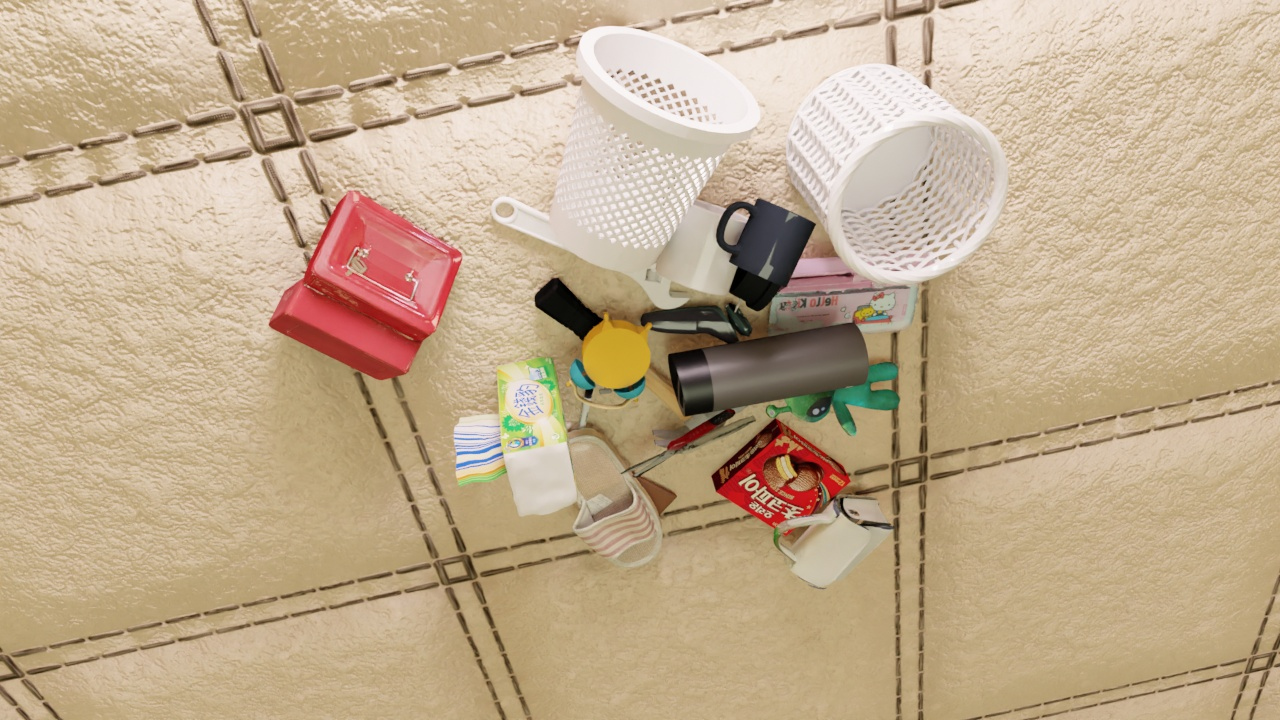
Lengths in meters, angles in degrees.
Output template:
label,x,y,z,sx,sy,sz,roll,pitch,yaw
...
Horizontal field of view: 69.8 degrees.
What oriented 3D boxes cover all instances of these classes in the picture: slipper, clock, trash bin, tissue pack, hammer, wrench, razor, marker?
label,x,y,z,sx,sy,sz,roll,pitch,yaw
slipper,-0.047,0.209,1.309,0.115,0.052,0.263,-22,121,7
clock,-0.035,0.004,1.154,0.099,0.043,0.130,13,115,-14
trash bin,-0.004,-0.214,0.981,0.195,0.195,0.200,14,130,-17
tissue pack,-0.162,0.097,1.145,0.141,0.197,0.120,-11,118,-4
hammer,-0.007,0.007,1.205,0.131,0.039,0.328,-40,120,19
wrench,-0.054,-0.133,1.117,0.273,0.018,0.066,22,118,-20
razor,0.071,-0.048,1.179,0.143,0.047,0.052,0,99,-5
clock,0.149,-0.118,1.115,0.042,0.091,0.121,26,123,-12
marker,-0.078,0.078,1.257,0.011,0.011,0.152,6,123,-12

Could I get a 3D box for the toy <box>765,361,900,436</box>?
label,x,y,z,sx,sy,sz,roll,pitch,yaw
toy,0.260,0.039,1.251,0.193,0.072,0.130,-2,85,-11

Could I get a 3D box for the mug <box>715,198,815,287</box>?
label,x,y,z,sx,sy,sz,roll,pitch,yaw
mug,0.132,-0.136,1.016,0.105,0.071,0.077,19,101,-25

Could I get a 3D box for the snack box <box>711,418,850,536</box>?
label,x,y,z,sx,sy,sz,roll,pitch,yaw
snack box,0.206,0.174,1.348,0.152,0.035,0.133,34,113,-27

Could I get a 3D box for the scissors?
label,x,y,z,sx,sy,sz,roll,pitch,yaw
scissors,0.069,0.110,1.235,0.179,0.015,0.185,-13,157,-20

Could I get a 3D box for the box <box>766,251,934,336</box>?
label,x,y,z,sx,sy,sz,roll,pitch,yaw
box,0.267,-0.092,1.179,0.201,0.066,0.154,-4,151,-6

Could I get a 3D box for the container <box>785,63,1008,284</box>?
label,x,y,z,sx,sy,sz,roll,pitch,yaw
container,0.273,-0.209,1.011,0.189,0.186,0.190,-4,124,-6

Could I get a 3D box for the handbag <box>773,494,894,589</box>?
label,x,y,z,sx,sy,sz,roll,pitch,yaw
handbag,0.273,0.271,1.372,0.175,0.074,0.152,12,128,-32

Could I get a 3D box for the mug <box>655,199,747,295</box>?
label,x,y,z,sx,sy,sz,roll,pitch,yaw
mug,0.083,-0.136,1.090,0.121,0.091,0.090,-7,120,-56

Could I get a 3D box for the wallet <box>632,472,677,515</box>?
label,x,y,z,sx,sy,sz,roll,pitch,yaw
wallet,-0.015,0.224,1.362,0.087,0.013,0.121,30,115,-25

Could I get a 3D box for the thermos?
label,x,y,z,sx,sy,sz,roll,pitch,yaw
thermos,0.160,0.012,1.167,0.240,0.082,0.082,-10,124,-7

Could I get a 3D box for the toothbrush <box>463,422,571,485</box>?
label,x,y,z,sx,sy,sz,roll,pitch,yaw
toothbrush,-0.175,0.129,1.273,0.181,0.018,0.016,-27,124,9

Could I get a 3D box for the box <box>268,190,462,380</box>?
label,x,y,z,sx,sy,sz,roll,pitch,yaw
box,-0.330,-0.069,1.080,0.156,0.156,0.171,31,141,-26
